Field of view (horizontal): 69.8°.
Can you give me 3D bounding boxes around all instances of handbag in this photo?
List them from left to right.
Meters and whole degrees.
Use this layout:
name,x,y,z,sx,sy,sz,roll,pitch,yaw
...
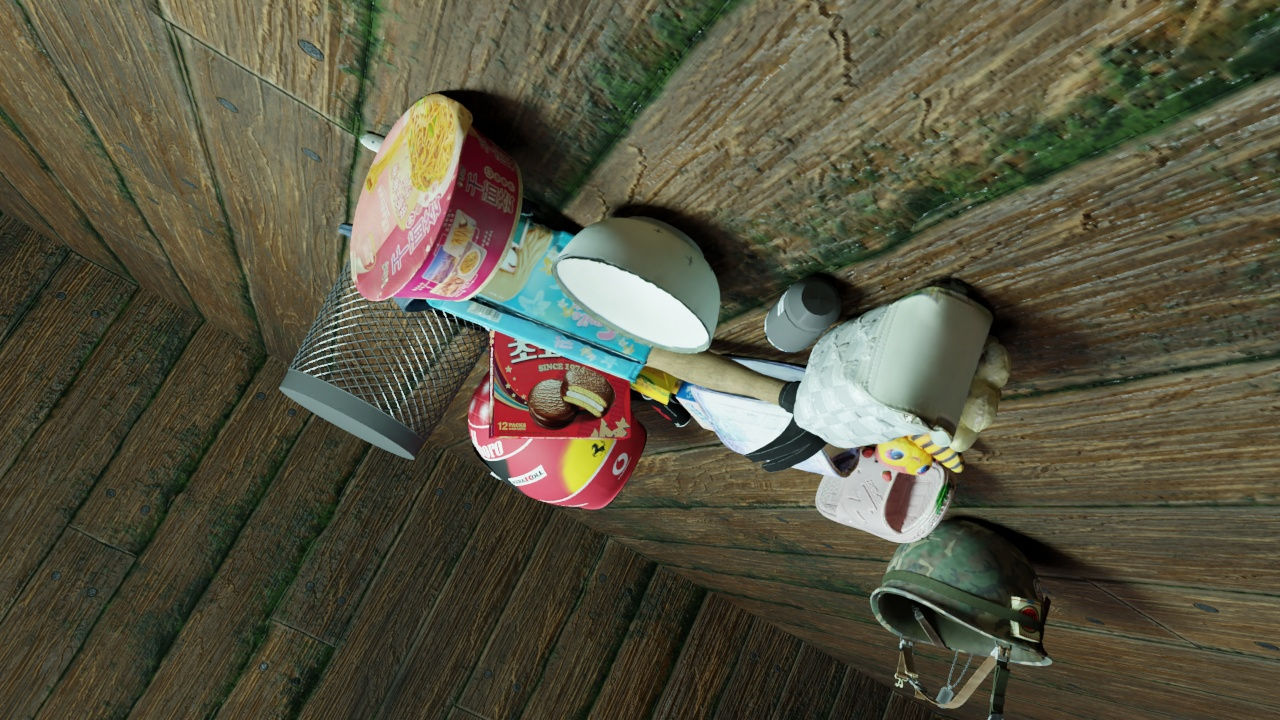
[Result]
name,x,y,z,sx,sy,sz,roll,pitch,yaw
handbag,0.146,0.061,0.978,0.159,0.069,0.126,9,141,45
handbag,0.205,0.018,0.722,0.123,0.112,0.172,24,164,-15

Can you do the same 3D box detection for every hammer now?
name,x,y,z,sx,sy,sz,roll,pitch,yaw
hammer,0.081,0.019,0.929,0.040,0.132,0.306,33,171,-36

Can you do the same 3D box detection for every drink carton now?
name,x,y,z,sx,sy,sz,roll,pitch,yaw
drink carton,-0.007,0.006,1.113,0.122,0.041,0.058,25,163,6

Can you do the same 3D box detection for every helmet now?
name,x,y,z,sx,sy,sz,roll,pitch,yaw
helmet,-0.130,0.090,1.281,0.224,0.197,0.271,36,169,-29
helmet,0.389,0.319,1.105,0.224,0.235,0.193,40,157,-6

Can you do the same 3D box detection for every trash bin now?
name,x,y,z,sx,sy,sz,roll,pitch,yaw
trash bin,-0.318,-0.017,1.184,0.218,0.227,0.218,24,163,8

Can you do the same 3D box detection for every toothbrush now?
name,x,y,z,sx,sy,sz,roll,pitch,yaw
toothbrush,-0.187,-0.178,0.881,0.189,0.016,0.017,24,173,7

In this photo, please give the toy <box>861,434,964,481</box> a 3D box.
name,x,y,z,sx,sy,sz,roll,pitch,yaw
toy,0.279,0.091,0.933,0.104,0.046,0.084,-15,114,51

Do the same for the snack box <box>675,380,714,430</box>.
name,x,y,z,sx,sy,sz,roll,pitch,yaw
snack box,0.126,0.066,1.108,0.154,0.033,0.088,14,158,37

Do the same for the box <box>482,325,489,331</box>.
name,x,y,z,sx,sy,sz,roll,pitch,yaw
box,-0.105,-0.004,1.120,0.209,0.047,0.122,44,-171,12

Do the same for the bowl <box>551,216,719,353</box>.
name,x,y,z,sx,sy,sz,roll,pitch,yaw
bowl,0.005,-0.074,0.805,0.153,0.072,0.153,25,164,8

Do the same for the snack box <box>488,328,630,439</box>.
name,x,y,z,sx,sy,sz,roll,pitch,yaw
snack box,-0.090,0.020,1.021,0.152,0.132,0.036,2,171,-19

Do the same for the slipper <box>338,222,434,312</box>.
name,x,y,z,sx,sy,sz,roll,pitch,yaw
slipper,-0.230,-0.087,1.046,0.264,0.082,0.101,22,-168,15

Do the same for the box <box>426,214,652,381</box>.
name,x,y,z,sx,sy,sz,roll,pitch,yaw
box,-0.081,-0.079,0.902,0.226,0.117,0.097,21,-150,-22

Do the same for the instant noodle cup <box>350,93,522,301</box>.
name,x,y,z,sx,sy,sz,roll,pitch,yaw
instant noodle cup,-0.169,-0.125,0.777,0.077,0.178,0.179,19,172,-39

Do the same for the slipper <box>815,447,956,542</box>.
name,x,y,z,sx,sy,sz,roll,pitch,yaw
slipper,0.260,0.150,1.053,0.064,0.094,0.240,26,167,-16

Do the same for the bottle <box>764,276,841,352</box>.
name,x,y,z,sx,sy,sz,roll,pitch,yaw
bottle,0.133,-0.035,0.777,0.047,0.047,0.112,27,164,0

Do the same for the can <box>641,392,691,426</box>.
name,x,y,z,sx,sy,sz,roll,pitch,yaw
can,0.035,0.057,1.213,0.032,0.031,0.080,11,157,43
